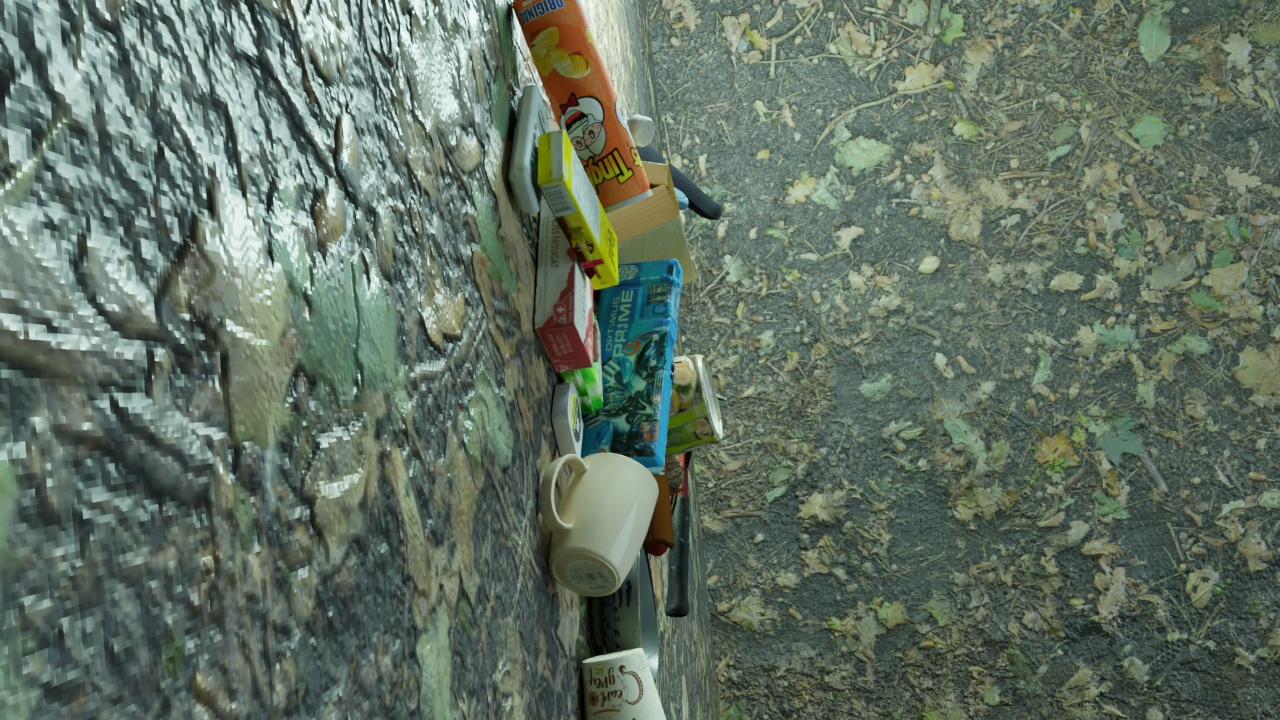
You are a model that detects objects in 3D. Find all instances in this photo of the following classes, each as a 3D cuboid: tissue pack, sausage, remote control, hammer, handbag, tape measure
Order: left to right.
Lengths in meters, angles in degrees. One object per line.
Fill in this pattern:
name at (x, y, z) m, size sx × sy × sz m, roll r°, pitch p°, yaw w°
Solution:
remote control at (-0.099, -0.186, 0.803) m, size 0.050 × 0.022 × 0.133 m, roll 76°, pitch 10°, yaw -48°
tape measure at (-0.069, 0.057, 0.873) m, size 0.064 × 0.017 × 0.065 m, roll -88°, pitch 170°, yaw -52°
tissue pack at (-0.062, -0.012, 0.934) m, size 0.100 × 0.034 × 0.113 m, roll 73°, pitch 10°, yaw -54°
handbag at (0.013, 0.205, 1.205) m, size 0.196 × 0.093 × 0.043 m, roll 90°, pitch -25°, yaw -46°
sausage at (0.014, 0.161, 1.087) m, size 0.040 × 0.040 × 0.155 m, roll 77°, pitch 7°, yaw -49°
hammer at (0.029, -0.258, 1.237) m, size 0.312 × 0.139 × 0.035 m, roll 25°, pitch 90°, yaw -55°
hammer at (0.062, 0.188, 1.278) m, size 0.141 × 0.036 × 0.325 m, roll -29°, pitch -129°, yaw 52°

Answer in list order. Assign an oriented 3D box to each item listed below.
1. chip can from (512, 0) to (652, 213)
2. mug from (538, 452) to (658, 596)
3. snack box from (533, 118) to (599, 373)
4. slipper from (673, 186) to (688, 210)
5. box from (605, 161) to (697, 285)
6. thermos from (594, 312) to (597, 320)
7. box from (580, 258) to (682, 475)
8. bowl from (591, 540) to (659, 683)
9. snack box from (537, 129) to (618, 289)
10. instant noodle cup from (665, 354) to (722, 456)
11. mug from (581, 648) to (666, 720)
chip can at (-0.054, -0.247, 0.874) m, size 0.062 × 0.062 × 0.210 m, roll -72°, pitch 142°, yaw -75°
mug at (-0.044, 0.134, 0.786) m, size 0.111 × 0.085 × 0.104 m, roll 50°, pitch 34°, yaw -25°
snack box at (-0.070, -0.122, 0.904) m, size 0.077 × 0.044 × 0.272 m, roll 73°, pitch 12°, yaw -54°
slipper at (-0.009, -0.225, 1.259) m, size 0.059 × 0.103 × 0.214 m, roll -65°, pitch -157°, yaw 3°
box at (-0.008, -0.161, 1.142) m, size 0.249 × 0.141 × 0.148 m, roll 55°, pitch 22°, yaw -78°
thermos at (-0.019, -0.034, 1.194) m, size 0.068 × 0.101 × 0.229 m, roll 67°, pitch 15°, yaw 2°
box at (-0.005, 0.007, 1.002) m, size 0.066 × 0.091 × 0.242 m, roll 58°, pitch 34°, yaw -55°
bowl at (-0.018, 0.263, 0.959) m, size 0.150 × 0.057 × 0.150 m, roll -5°, pitch 89°, yaw -84°
snack box at (-0.054, -0.132, 0.825) m, size 0.149 × 0.026 × 0.061 m, roll 61°, pitch 22°, yaw -53°
instant noodle cup at (0.049, 0.059, 1.205) m, size 0.146 × 0.098 × 0.146 m, roll -11°, pitch 89°, yaw -80°
mug at (-0.021, 0.327, 0.867) m, size 0.122 × 0.081 × 0.097 m, roll 132°, pitch -52°, yaw -70°
